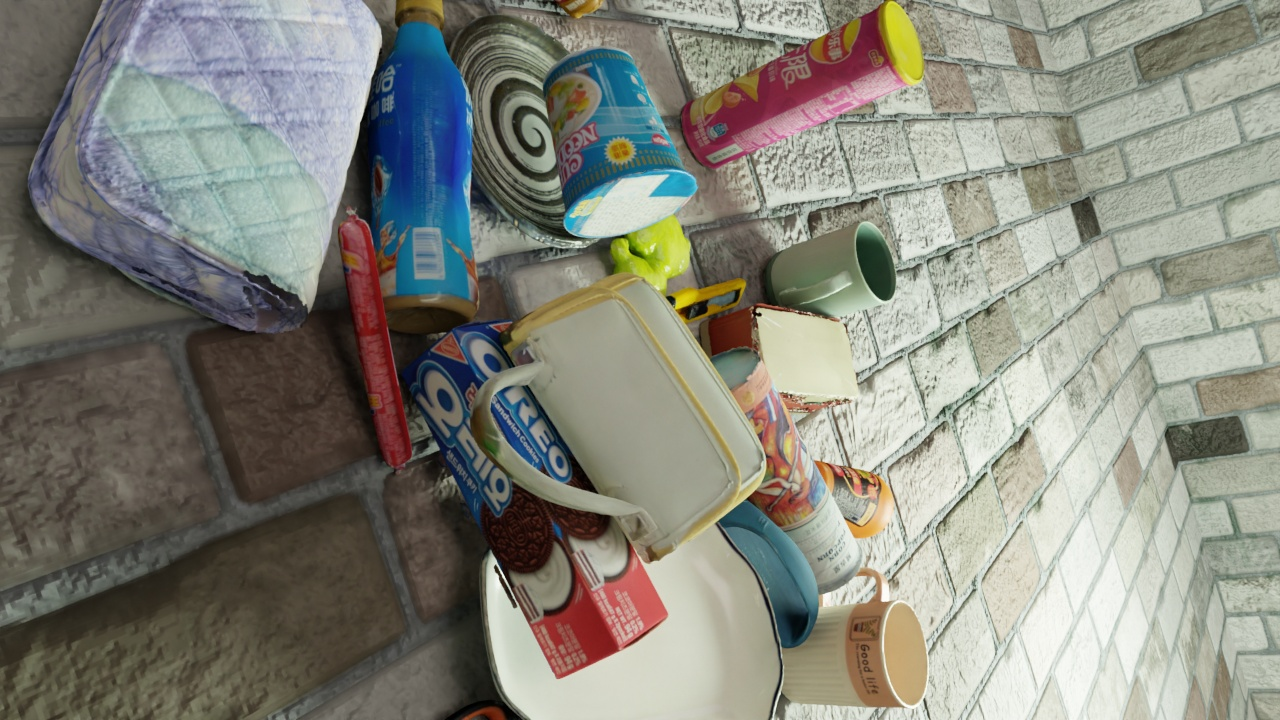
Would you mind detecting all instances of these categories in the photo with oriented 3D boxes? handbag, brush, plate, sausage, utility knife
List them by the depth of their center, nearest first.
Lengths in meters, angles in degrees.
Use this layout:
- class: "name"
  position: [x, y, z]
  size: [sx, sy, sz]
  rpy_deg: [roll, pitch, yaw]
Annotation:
- class: "handbag"
  position: [-0.208, -0.125, 0.466]
  size: [0.134, 0.076, 0.193]
  rpy_deg: [34, 54, -45]
- class: "sausage"
  position: [-0.148, -0.008, 0.510]
  size: [0.020, 0.020, 0.156]
  rpy_deg: [-28, 118, -51]
- class: "handbag"
  position: [-0.014, 0.037, 0.536]
  size: [0.163, 0.063, 0.178]
  rpy_deg: [56, 36, 4]
- class: "plate"
  position: [-0.003, 0.178, 0.609]
  size: [0.265, 0.034, 0.161]
  rpy_deg: [13, 53, -44]
- class: "plate"
  position: [-0.078, -0.166, 0.679]
  size: [0.179, 0.024, 0.179]
  rpy_deg: [24, 58, -44]
- class: "brush"
  position: [0.100, 0.170, 0.735]
  size: [0.055, 0.074, 0.144]
  rpy_deg: [-45, 112, -44]
- class: "utility knife"
  position: [0.059, -0.052, 0.796]
  size: [0.167, 0.015, 0.033]
  rpy_deg: [-22, 129, -56]

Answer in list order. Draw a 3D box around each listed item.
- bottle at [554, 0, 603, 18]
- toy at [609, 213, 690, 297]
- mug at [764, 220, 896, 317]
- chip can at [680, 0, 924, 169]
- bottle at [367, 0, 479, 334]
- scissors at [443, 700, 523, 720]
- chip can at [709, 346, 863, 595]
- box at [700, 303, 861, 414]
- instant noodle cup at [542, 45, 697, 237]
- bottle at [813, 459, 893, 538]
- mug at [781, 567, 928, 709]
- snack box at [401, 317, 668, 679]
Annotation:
- class: "bottle"
  position: [-0.091, -0.342, 0.698]
  size: [0.175, 0.058, 0.057]
  rpy_deg: [37, 51, -37]
- class: "toy"
  position: [0.009, -0.088, 0.750]
  size: [0.096, 0.031, 0.100]
  rpy_deg: [28, 61, -46]
- class: "mug"
  position: [0.176, -0.077, 0.888]
  size: [0.111, 0.107, 0.082]
  rpy_deg: [-34, 104, -51]
- class: "chip can"
  position: [0.138, -0.239, 0.816]
  size: [0.071, 0.211, 0.071]
  rpy_deg: [20, 63, -45]
- class: "bottle"
  position: [-0.135, -0.127, 0.562]
  size: [0.065, 0.065, 0.218]
  rpy_deg: [13, 66, -48]
- class: "scissors"
  position: [-0.051, 0.230, 0.567]
  size: [0.226, 0.022, 0.197]
  rpy_deg: [0, 68, -50]
- class: "chip can"
  position: [0.111, 0.094, 0.759]
  size: [0.215, 0.071, 0.071]
  rpy_deg: [60, 40, -22]
- class: "box"
  position: [0.138, 0.002, 0.838]
  size: [0.168, 0.077, 0.091]
  rpy_deg: [5, 73, -49]
- class: "instant noodle cup"
  position: [-0.023, -0.158, 0.656]
  size: [0.099, 0.099, 0.110]
  rpy_deg: [-1, 68, -51]
- class: "bottle"
  position: [0.173, 0.122, 0.855]
  size: [0.149, 0.067, 0.066]
  rpy_deg: [24, 59, -36]
- class: "mug"
  position: [0.176, 0.234, 0.777]
  size: [0.081, 0.106, 0.114]
  rpy_deg: [31, 55, -41]
- class: "snack box"
  position: [-0.065, 0.077, 0.540]
  size: [0.057, 0.058, 0.207]
  rpy_deg: [-15, 73, -56]
